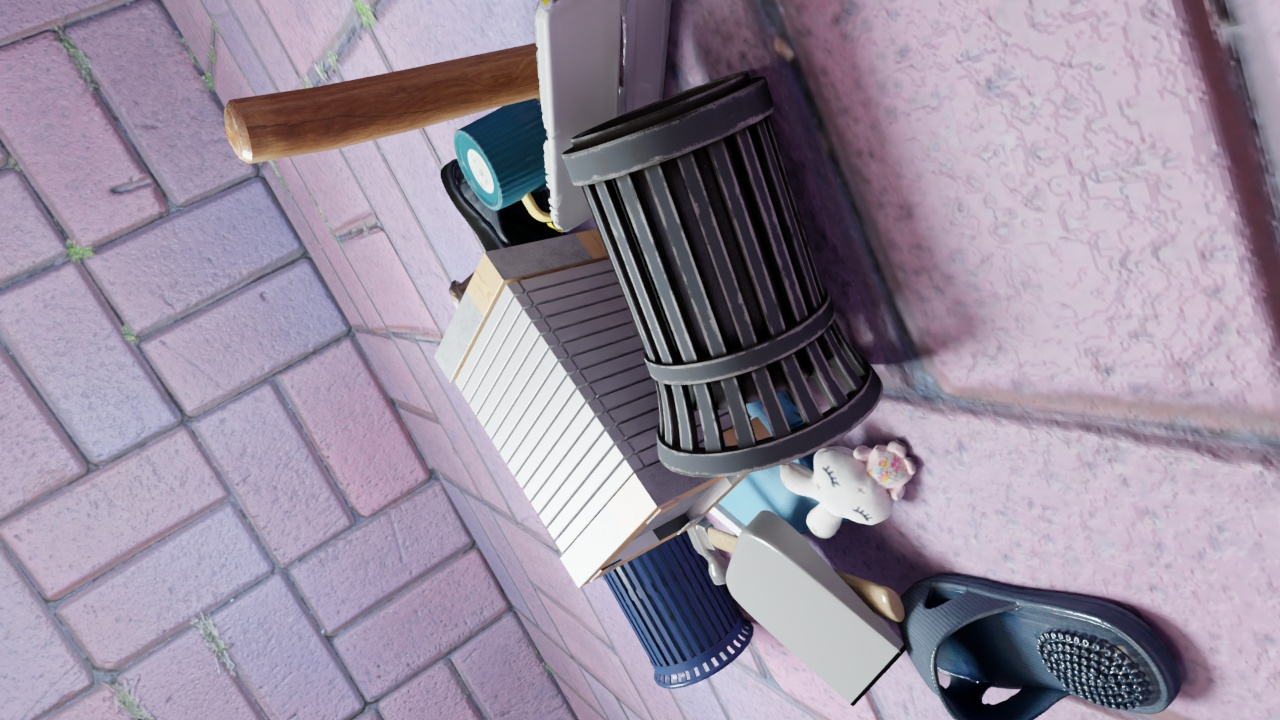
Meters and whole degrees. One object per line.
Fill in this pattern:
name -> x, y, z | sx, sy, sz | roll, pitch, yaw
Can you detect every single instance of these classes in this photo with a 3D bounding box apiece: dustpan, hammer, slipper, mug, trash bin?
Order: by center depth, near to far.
trash bin -> 0.051, -0.062, 0.621 | 0.164, 0.164, 0.227 | 12, 127, 61
hammer -> -0.142, -0.197, 0.651 | 0.037, 0.300, 0.158 | 44, 143, 32
slipper -> 0.253, 0.218, 0.665 | 0.101, 0.082, 0.264 | 60, 158, 1
trash bin -> -0.036, 0.033, 0.785 | 0.247, 0.142, 0.143 | 55, 136, 18
mug -> -0.096, -0.181, 0.834 | 0.113, 0.107, 0.083 | 60, 156, -7
dustpan -> 0.117, 0.191, 0.835 | 0.257, 0.033, 0.163 | 39, 152, 21
hammer -> 0.129, 0.193, 0.869 | 0.119, 0.030, 0.332 | 63, 160, -13
slipper -> -0.127, -0.156, 0.987 | 0.108, 0.084, 0.265 | 23, -156, -44
trash bin -> 0.020, 0.258, 1.135 | 0.249, 0.139, 0.139 | 61, 158, -5

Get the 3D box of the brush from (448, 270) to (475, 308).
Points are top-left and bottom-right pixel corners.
brush -> -0.118, 0.006, 1.007 | 0.271, 0.056, 0.083 | 57, -177, -35

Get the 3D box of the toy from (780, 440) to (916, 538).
toy -> 0.163, 0.099, 0.721 | 0.076, 0.037, 0.126 | 54, 140, -3

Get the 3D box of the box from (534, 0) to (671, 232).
box -> -0.023, -0.190, 0.643 | 0.034, 0.129, 0.210 | 36, 152, 18

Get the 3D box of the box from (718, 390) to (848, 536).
box -> 0.105, 0.090, 0.880 | 0.174, 0.033, 0.232 | 58, 158, 7
